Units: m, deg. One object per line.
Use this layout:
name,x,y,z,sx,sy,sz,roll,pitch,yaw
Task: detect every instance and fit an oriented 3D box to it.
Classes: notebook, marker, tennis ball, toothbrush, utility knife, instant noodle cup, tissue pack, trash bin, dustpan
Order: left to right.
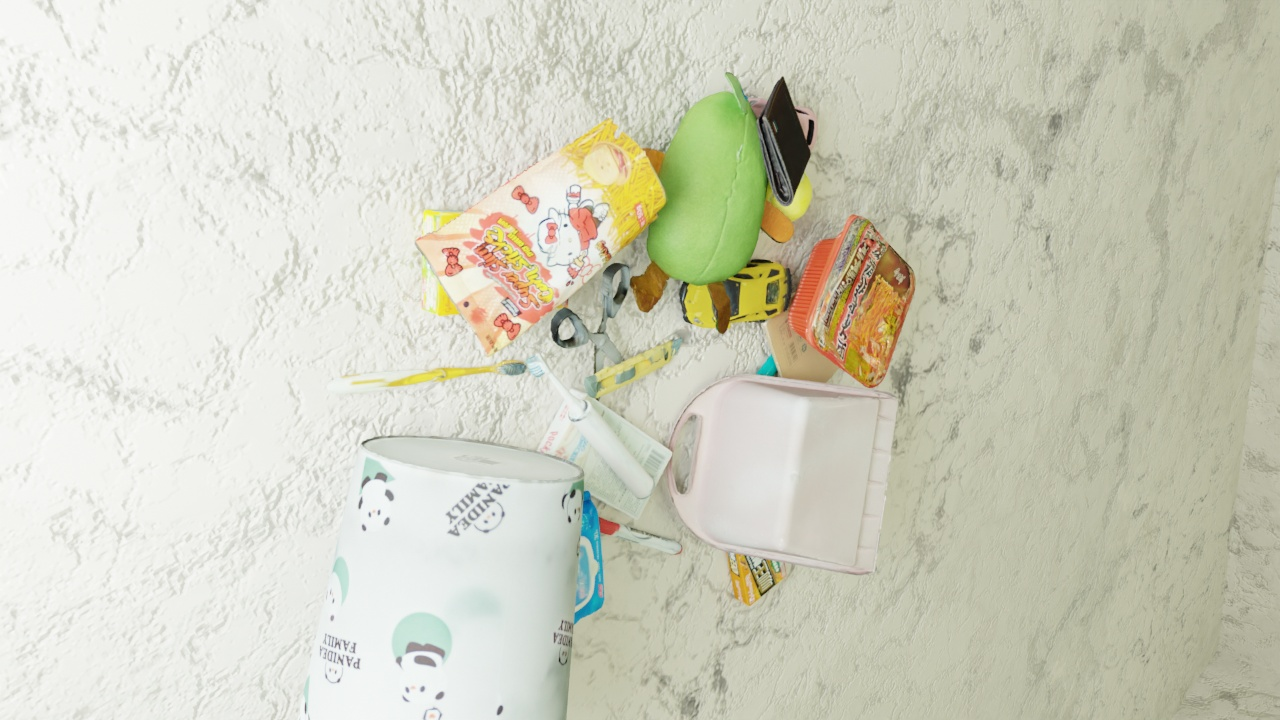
toothbrush,-0.179,0.014,0.798,0.191,0.018,0.016,-6,106,-41
trash bin,-0.155,0.200,0.750,0.229,0.230,0.252,7,92,-43
tissue pack,-0.083,0.212,0.922,0.094,0.052,0.157,-18,117,-35
toothbrush,-0.045,0.065,0.890,0.026,0.026,0.221,-29,130,8
utility knife,-0.006,0.006,0.943,0.164,0.018,0.031,-30,133,-52
marker,-0.002,0.196,1.018,0.145,0.017,0.017,27,85,-44
utility knife,0.148,0.018,1.100,0.205,0.013,0.029,-51,134,-20
tennis ball,0.155,-0.183,1.007,0.065,0.065,0.065,-14,112,-39
dustpan,0.167,0.123,1.069,0.273,0.139,0.222,16,82,-46
notebook,0.232,-0.046,1.150,0.207,0.008,0.148,-43,128,-30
instant noodle cup,0.250,-0.069,1.098,0.188,0.079,0.164,31,78,-44

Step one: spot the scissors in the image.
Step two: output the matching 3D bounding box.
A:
scissors,-0.038,-0.022,0.872,0.159,0.014,0.175,-11,130,-54

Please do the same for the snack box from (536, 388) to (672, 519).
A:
snack box,-0.036,0.100,0.949,0.156,0.027,0.084,37,78,-42

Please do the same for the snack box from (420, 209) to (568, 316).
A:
snack box,-0.124,-0.087,0.807,0.140,0.034,0.087,-5,106,-40

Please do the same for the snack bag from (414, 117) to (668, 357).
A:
snack bag,-0.079,-0.107,0.785,0.207,0.073,0.129,-40,127,-18

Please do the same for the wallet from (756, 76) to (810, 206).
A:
wallet,0.146,-0.225,0.935,0.122,0.020,0.096,-63,139,-51

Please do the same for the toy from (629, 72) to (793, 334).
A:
toy,0.067,-0.155,0.920,0.226,0.090,0.246,16,88,-33

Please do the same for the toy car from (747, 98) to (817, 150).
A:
toy car,0.152,-0.254,1.003,0.122,0.037,0.056,-4,104,-40

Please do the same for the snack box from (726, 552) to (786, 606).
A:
snack box,0.141,0.227,1.151,0.075,0.026,0.154,-31,122,-31

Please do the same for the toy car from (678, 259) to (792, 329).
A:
toy car,0.107,-0.072,1.016,0.155,0.041,0.071,-9,108,-39
